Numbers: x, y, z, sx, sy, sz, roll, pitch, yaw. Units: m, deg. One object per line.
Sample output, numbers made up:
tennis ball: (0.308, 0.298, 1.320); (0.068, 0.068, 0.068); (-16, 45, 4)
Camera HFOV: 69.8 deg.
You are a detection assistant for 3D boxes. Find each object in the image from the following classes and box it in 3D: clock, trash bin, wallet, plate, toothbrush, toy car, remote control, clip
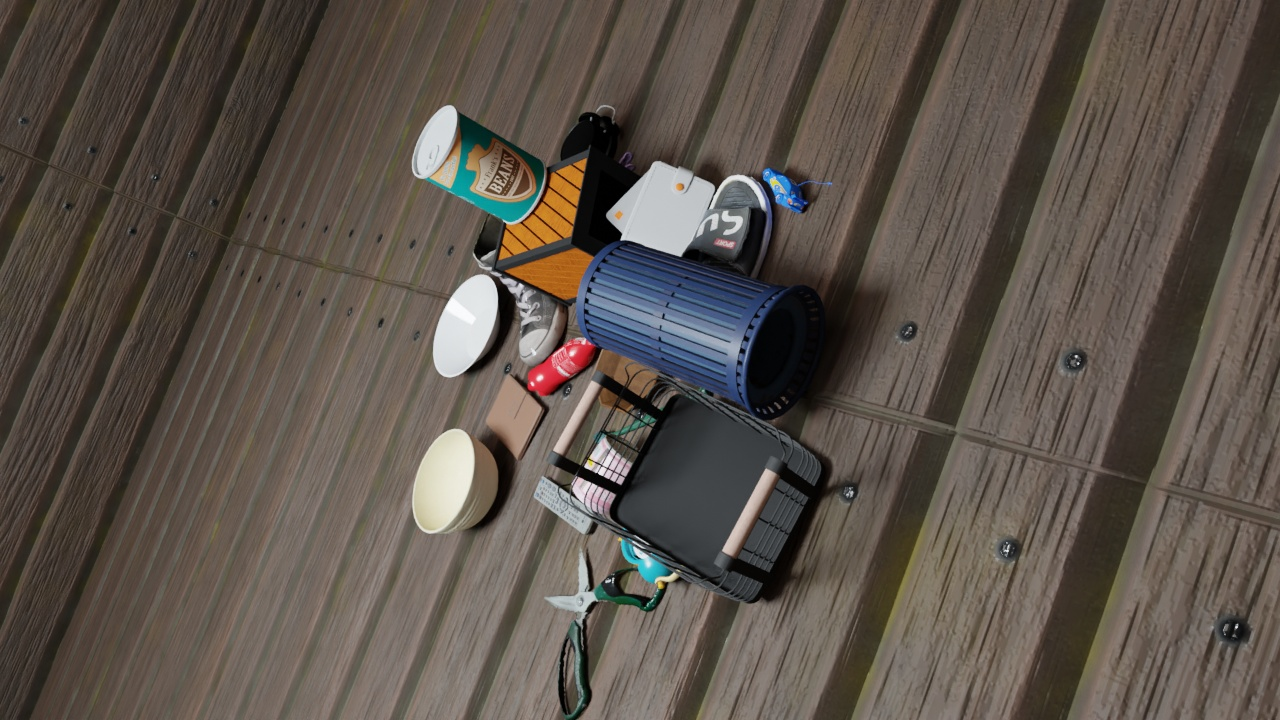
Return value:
clock: (0.022, 0.194, 1.021); (0.130, 0.043, 0.099); (19, 81, 60)
trash bin: (-0.084, -0.176, 1.251); (0.172, 0.139, 0.139); (-9, 64, 46)
trash bin: (0.054, -0.043, 0.983); (0.250, 0.139, 0.139); (22, 88, 37)
clock: (-0.075, -0.333, 1.398); (0.091, 0.042, 0.121); (35, 99, 51)
wallet: (-0.183, 0.081, 1.335); (0.121, 0.013, 0.087); (38, 106, 50)
plate: (-0.269, -0.051, 1.481); (0.174, 0.036, 0.173); (-25, 54, 39)
toothbrush: (0.010, 0.069, 1.118); (0.190, 0.017, 0.016); (-28, 51, 38)
toy car: (0.181, -0.206, 1.046); (0.062, 0.033, 0.092); (-48, 42, 31)
remote control: (-0.098, 0.186, 1.183); (0.137, 0.013, 0.033); (23, 89, 51)
clip: (-0.028, -0.278, 1.342); (0.050, 0.013, 0.029); (-40, 44, 32)
wallet: (0.022, -0.193, 1.165); (0.037, 0.115, 0.118); (124, 169, -88)
plate: (-0.007, 0.007, 1.162); (0.132, 0.025, 0.131); (-25, 54, 39)

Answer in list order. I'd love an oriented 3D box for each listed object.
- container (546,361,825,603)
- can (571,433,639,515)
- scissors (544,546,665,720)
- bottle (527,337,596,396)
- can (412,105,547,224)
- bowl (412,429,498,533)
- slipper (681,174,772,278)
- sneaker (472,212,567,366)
container: (0.045, 0.117, 0.917); (0.241, 0.130, 0.162); (25, 84, 38)
can: (-0.036, 0.137, 1.096); (0.076, 0.067, 0.067); (-55, 40, 13)
scissors: (-0.052, 0.316, 1.067); (0.202, 0.015, 0.205); (-12, 64, 44)
bottle: (-0.101, 0.002, 1.258); (0.142, 0.042, 0.041); (-36, 48, 32)
can: (-0.210, -0.254, 1.205); (0.099, 0.143, 0.099); (-25, 54, 39)
bowl: (-0.254, 0.180, 1.316); (0.151, 0.075, 0.150); (-25, 55, 40)
slipper: (0.085, -0.106, 1.088); (0.111, 0.063, 0.263); (7, 79, 50)
sneaker: (-0.177, -0.108, 1.341); (0.095, 0.119, 0.234); (-20, 60, 42)
